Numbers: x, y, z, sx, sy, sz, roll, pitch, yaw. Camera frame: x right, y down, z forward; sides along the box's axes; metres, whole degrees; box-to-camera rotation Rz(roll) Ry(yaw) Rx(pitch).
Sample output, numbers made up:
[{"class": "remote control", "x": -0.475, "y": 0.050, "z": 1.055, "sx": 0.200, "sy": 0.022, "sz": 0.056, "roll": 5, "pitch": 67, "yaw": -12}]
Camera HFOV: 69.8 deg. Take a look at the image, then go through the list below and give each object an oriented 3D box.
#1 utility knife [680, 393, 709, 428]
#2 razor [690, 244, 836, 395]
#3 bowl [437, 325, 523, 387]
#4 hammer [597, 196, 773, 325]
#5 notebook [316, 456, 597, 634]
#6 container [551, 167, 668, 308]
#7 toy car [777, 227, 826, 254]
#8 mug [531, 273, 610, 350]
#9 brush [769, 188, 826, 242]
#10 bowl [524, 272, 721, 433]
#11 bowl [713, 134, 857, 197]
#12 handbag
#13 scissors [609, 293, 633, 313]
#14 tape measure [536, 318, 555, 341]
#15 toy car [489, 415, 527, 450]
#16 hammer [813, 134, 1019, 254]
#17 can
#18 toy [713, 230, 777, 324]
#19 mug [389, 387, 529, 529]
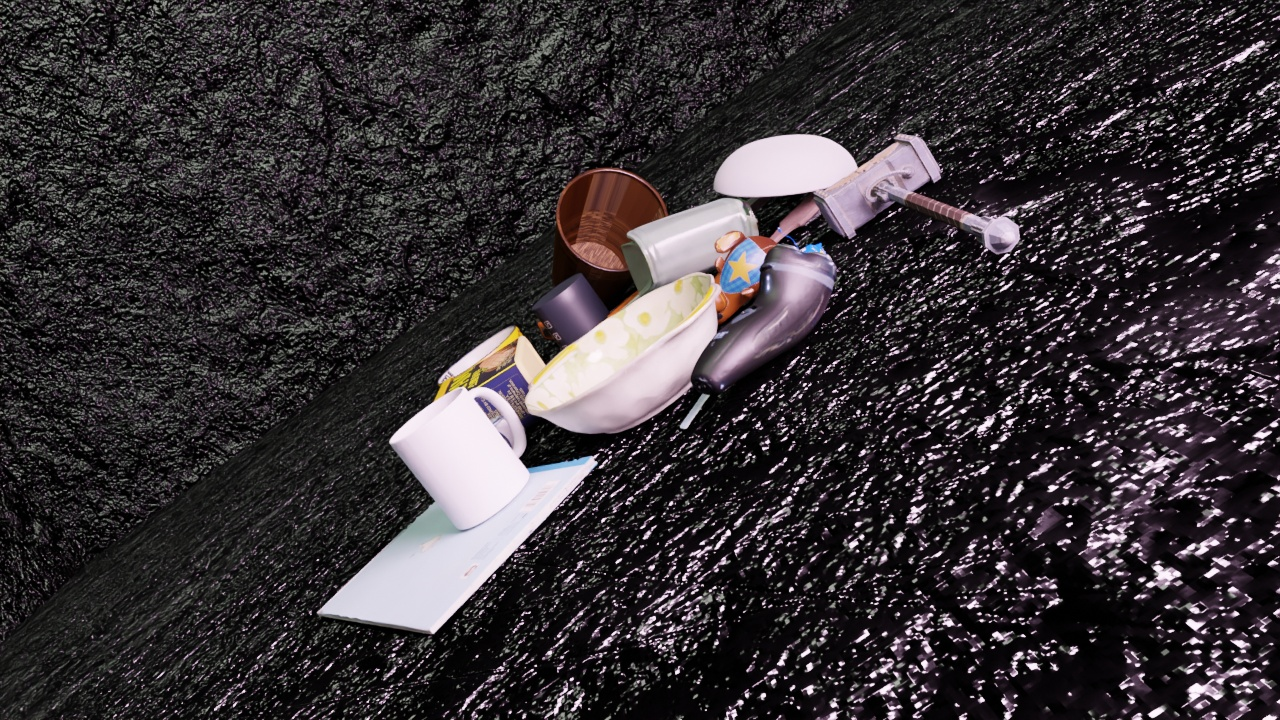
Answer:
[{"class": "utility knife", "x": 0.070, "y": 0.001, "z": 0.702, "sx": 0.022, "sy": 0.015, "sz": 0.165, "roll": -19, "pitch": 25, "yaw": 46}, {"class": "razor", "x": 0.085, "y": -0.031, "z": 0.657, "sx": 0.140, "sy": 0.064, "sz": 0.053, "roll": -42, "pitch": 14, "yaw": -26}, {"class": "bowl", "x": -0.178, "y": 0.018, "z": 1.109, "sx": 0.117, "sy": 0.067, "sz": 0.117, "roll": -33, "pitch": 14, "yaw": 10}, {"class": "hammer", "x": 0.068, "y": -0.131, "z": 1.054, "sx": 0.314, "sy": 0.035, "sz": 0.138, "roll": -42, "pitch": 26, "yaw": -13}, {"class": "notebook", "x": -0.159, "y": 0.150, "z": 0.759, "sx": 0.180, "sy": 0.009, "sz": 0.254, "roll": -45, "pitch": 16, "yaw": -33}, {"class": "container", "x": -0.049, "y": -0.137, "z": 1.132, "sx": 0.132, "sy": 0.132, "sz": 0.168, "roll": -42, "pitch": -5, "yaw": -22}, {"class": "toy car", "x": 0.130, "y": -0.095, "z": 0.764, "sx": 0.033, "sy": 0.062, "sz": 0.091, "roll": -32, "pitch": 15, "yaw": 15}, {"class": "mug", "x": -0.074, "y": -0.055, "z": 1.078, "sx": 0.071, "sy": 0.077, "sz": 0.105, "roll": -33, "pitch": 14, "yaw": 12}, {"class": "brush", "x": 0.151, "y": -0.131, "z": 0.937, "sx": 0.135, "sy": 0.015, "sz": 0.050, "roll": -44, "pitch": 16, "yaw": -6}, {"class": "bowl", "x": -0.005, "y": 0.004, "z": 0.765, "sx": 0.220, "sy": 0.060, "sz": 0.187, "roll": -19, "pitch": 21, "yaw": 47}, {"class": "bowl", "x": 0.149, "y": -0.208, "z": 0.953, "sx": 0.149, "sy": 0.043, "sz": 0.149, "roll": -8, "pitch": 22, "yaw": 3}, {"class": "handbag", "x": 0.049, "y": -0.118, "z": 0.939, "sx": 0.121, "sy": 0.067, "sz": 0.106, "roll": -22, "pitch": 2, "yaw": -11}, {"class": "scissors", "x": 0.026, "y": -0.103, "z": 1.133, "sx": 0.158, "sy": 0.014, "sz": 0.142, "roll": -43, "pitch": 15, "yaw": -17}, {"class": "tape measure", "x": -0.105, "y": -0.047, "z": 1.218, "sx": 0.059, "sy": 0.038, "sz": 0.058, "roll": -14, "pitch": 23, "yaw": 24}, {"class": "toy car", "x": -0.151, "y": 0.085, "z": 0.890, "sx": 0.090, "sy": 0.039, "sz": 0.027, "roll": -32, "pitch": 17, "yaw": 19}, {"class": "hammer", "x": 0.209, "y": -0.116, "z": 0.679, "sx": 0.098, "sy": 0.044, "sz": 0.321, "roll": -34, "pitch": 14, "yaw": 9}, {"class": "can", "x": -0.151, "y": 0.039, "z": 0.972, "sx": 0.104, "sy": 0.075, "sz": 0.135, "roll": -33, "pitch": 14, "yaw": 4}, {"class": "toy", "x": 0.094, "y": -0.070, "z": 0.826, "sx": 0.090, "sy": 0.070, "sz": 0.102, "roll": -47, "pitch": -16, "yaw": 21}, {"class": "mug", "x": -0.139, "y": 0.070, "z": 0.761, "sx": 0.074, "sy": 0.090, "sz": 0.110, "roll": -24, "pitch": 17, "yaw": 38}]
